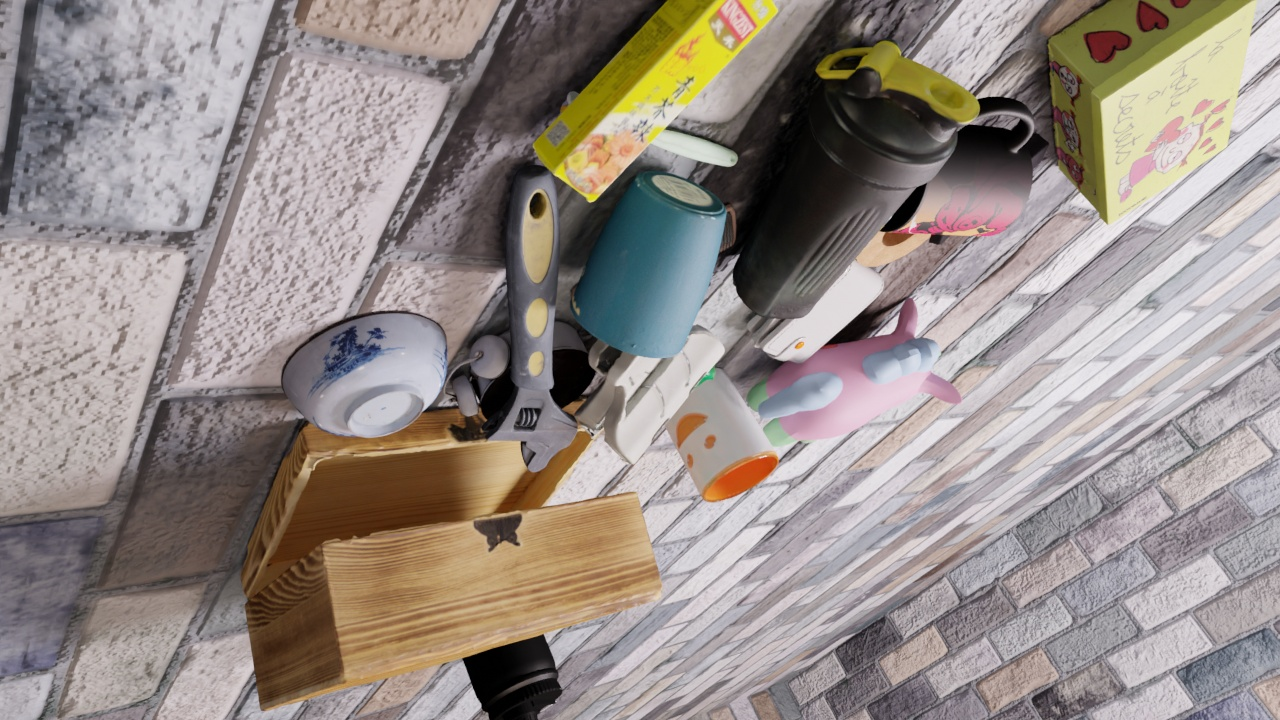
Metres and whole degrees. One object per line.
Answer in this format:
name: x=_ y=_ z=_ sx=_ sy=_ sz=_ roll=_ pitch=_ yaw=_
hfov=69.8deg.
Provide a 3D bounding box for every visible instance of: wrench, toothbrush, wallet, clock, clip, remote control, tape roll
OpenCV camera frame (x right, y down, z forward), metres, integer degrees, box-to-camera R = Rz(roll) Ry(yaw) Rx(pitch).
wrench: x=-0.074 y=-0.013 z=0.634 sx=0.073 sy=0.022 sz=0.274 roll=-14 pitch=136 yaw=-21
toothbrush: x=0.011 y=-0.138 z=0.567 sx=0.154 sy=0.015 sz=0.022 roll=2 pitch=109 yaw=-46
wallet: x=0.152 y=-0.050 z=0.829 sx=0.119 sy=0.037 sz=0.115 roll=-44 pitch=149 yaw=21
clock: x=-0.093 y=0.010 z=0.704 sx=0.122 sy=0.035 sz=0.095 roll=-4 pitch=144 yaw=-38
clip: x=0.012 y=0.017 z=0.721 sx=0.126 sy=0.101 sz=0.152 roll=-51 pitch=176 yaw=-10
remote control: x=0.298 y=-0.145 z=0.784 sx=0.136 sy=0.015 sz=0.032 roll=-39 pitch=156 yaw=-16
tape roll: x=0.215 y=-0.121 z=0.774 sx=0.094 sy=0.027 sz=0.094 roll=-22 pitch=152 yaw=-12

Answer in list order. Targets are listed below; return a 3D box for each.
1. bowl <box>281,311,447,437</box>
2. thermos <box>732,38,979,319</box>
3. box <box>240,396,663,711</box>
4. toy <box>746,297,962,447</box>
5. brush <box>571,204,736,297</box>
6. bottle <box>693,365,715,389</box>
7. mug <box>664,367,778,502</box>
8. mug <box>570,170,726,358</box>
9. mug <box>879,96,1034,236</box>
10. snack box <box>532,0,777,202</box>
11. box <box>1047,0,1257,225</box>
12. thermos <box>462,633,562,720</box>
bowl: x=-0.181 y=0.020 z=0.628 sx=0.114 sy=0.045 sz=0.114 roll=-22 pitch=152 yaw=-12
thermos: x=0.135 y=-0.117 z=0.644 sx=0.098 sy=0.098 sz=0.221 roll=-14 pitch=155 yaw=-26
box: x=-0.175 y=0.166 z=0.791 sx=0.278 sy=0.192 sz=0.252 roll=-5 pitch=160 yaw=-38
toy: x=0.212 y=0.023 z=0.928 sx=0.172 sy=0.120 sz=0.221 roll=-30 pitch=166 yaw=31
brush: x=0.012 y=-0.072 z=0.683 sx=0.135 sy=0.015 sz=0.050 roll=-25 pitch=152 yaw=-6
bottle: x=0.015 y=0.028 z=0.828 sx=0.111 sy=0.043 sz=0.043 roll=-39 pitch=151 yaw=20
mug: x=0.073 y=0.072 z=0.889 sx=0.082 sy=0.105 sz=0.082 roll=-22 pitch=153 yaw=-13
mug: x=0.017 y=-0.071 z=0.622 sx=0.112 sy=0.084 sz=0.104 roll=-23 pitch=143 yaw=-53
mug: x=0.228 y=-0.144 z=0.665 sx=0.098 sy=0.081 sz=0.118 roll=-2 pitch=150 yaw=-25
snack box: x=0.007 y=-0.153 z=0.500 sx=0.148 sy=0.029 sz=0.040 roll=-44 pitch=147 yaw=12
box: x=0.407 y=-0.212 z=0.743 sx=0.124 sy=0.079 sz=0.221 roll=-34 pitch=154 yaw=12
thermos: x=-0.146 y=0.289 z=0.955 sx=0.086 sy=0.198 sz=0.086 roll=-22 pitch=152 yaw=-13
